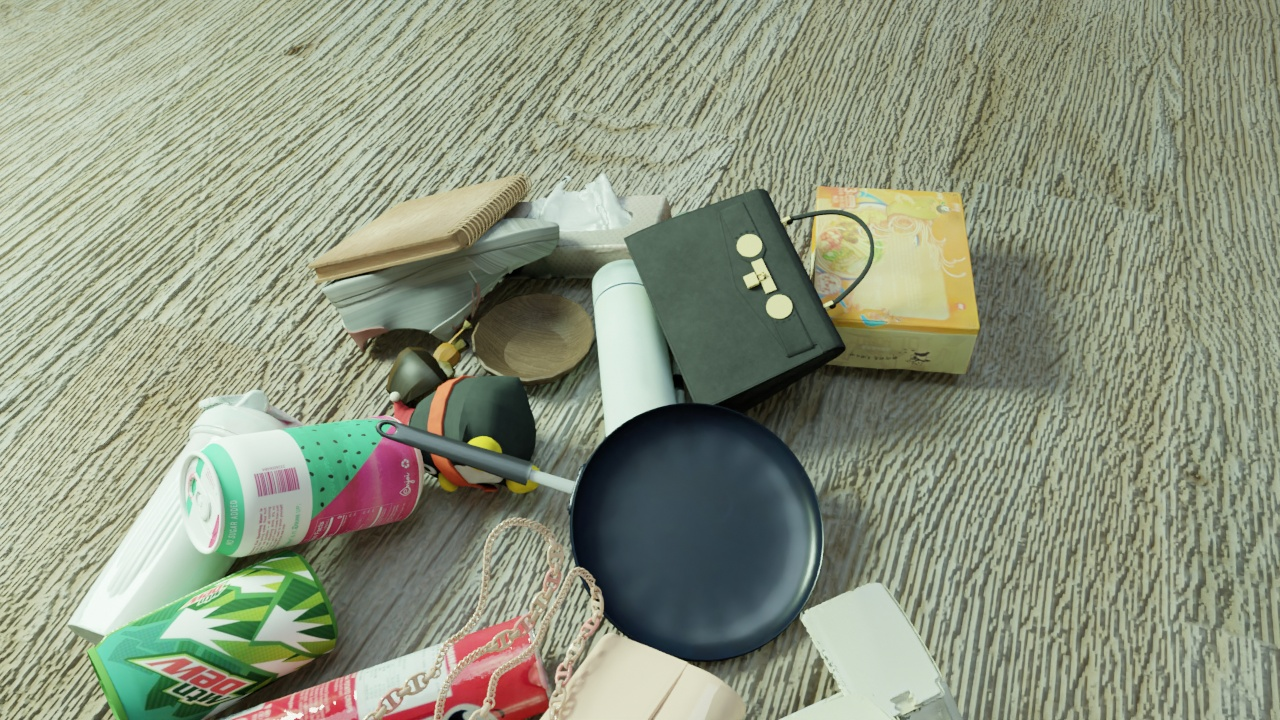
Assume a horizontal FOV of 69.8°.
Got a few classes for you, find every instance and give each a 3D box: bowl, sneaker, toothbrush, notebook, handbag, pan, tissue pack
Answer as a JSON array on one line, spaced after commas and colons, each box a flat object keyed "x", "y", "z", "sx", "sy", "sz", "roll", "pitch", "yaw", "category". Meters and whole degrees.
[{"x": -0.102, "y": -0.015, "z": 0.886, "sx": 0.118, "sy": 0.030, "sz": 0.117, "roll": -2, "pitch": 48, "yaw": 2, "category": "bowl"}, {"x": -0.185, "y": -0.070, "z": 0.904, "sx": 0.236, "sy": 0.089, "sz": 0.099, "roll": -17, "pitch": 21, "yaw": -3, "category": "sneaker"}, {"x": 0.035, "y": 0.029, "z": 0.848, "sx": 0.012, "sy": 0.017, "sz": 0.186, "roll": -4, "pitch": 48, "yaw": 3, "category": "toothbrush"}, {"x": -0.213, "y": -0.139, "z": 0.933, "sx": 0.169, "sy": 0.022, "sz": 0.210, "roll": -10, "pitch": 23, "yaw": 17, "category": "notebook"}, {"x": -0.050, "y": 0.223, "z": 0.544, "sx": 0.117, "sy": 0.187, "sz": 0.198, "roll": 0, "pitch": 41, "yaw": 50, "category": "handbag"}, {"x": 0.113, "y": -0.067, "z": 0.810, "sx": 0.196, "sy": 0.072, "sz": 0.175, "roll": -26, "pitch": 70, "yaw": 10, "category": "handbag"}, {"x": -0.031, "y": 0.105, "z": 0.706, "sx": 0.356, "sy": 0.021, "sz": 0.198, "roll": 18, "pitch": 67, "yaw": -3, "category": "pan"}, {"x": -0.064, "y": -0.139, "z": 0.960, "sx": 0.182, "sy": 0.071, "sz": 0.103, "roll": -1, "pitch": 47, "yaw": 19, "category": "tissue pack"}]

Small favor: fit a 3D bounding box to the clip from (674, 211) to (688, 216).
[{"x": 0.029, "y": -0.138, "z": 0.998, "sx": 0.076, "sy": 0.023, "sz": 0.047, "roll": -26, "pitch": 53, "yaw": -17, "category": "clip"}]

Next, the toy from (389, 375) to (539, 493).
[{"x": -0.149, "y": 0.062, "z": 0.781, "sx": 0.119, "sy": 0.097, "sz": 0.099, "roll": -10, "pitch": 60, "yaw": 25, "category": "toy"}]

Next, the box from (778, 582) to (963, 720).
[{"x": 0.124, "y": 0.200, "z": 0.552, "sx": 0.143, "sy": 0.195, "sz": 0.101, "roll": -18, "pitch": 79, "yaw": -19, "category": "box"}]

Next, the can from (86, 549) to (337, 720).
[{"x": -0.297, "y": 0.200, "z": 0.645, "sx": 0.143, "sy": 0.083, "sz": 0.083, "roll": -24, "pitch": 50, "yaw": -36, "category": "can"}]

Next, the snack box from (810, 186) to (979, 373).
[{"x": 0.237, "y": -0.077, "z": 0.890, "sx": 0.145, "sy": 0.081, "sz": 0.194, "roll": 4, "pitch": 48, "yaw": 8, "category": "snack box"}]

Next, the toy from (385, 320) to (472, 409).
[{"x": -0.191, "y": 0.005, "z": 0.854, "sx": 0.100, "sy": 0.062, "sz": 0.076, "roll": -47, "pitch": 23, "yaw": -16, "category": "toy"}]

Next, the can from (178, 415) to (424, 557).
[{"x": -0.256, "y": 0.095, "z": 0.709, "sx": 0.165, "sy": 0.088, "sz": 0.088, "roll": -6, "pitch": 38, "yaw": -47, "category": "can"}]

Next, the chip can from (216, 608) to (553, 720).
[{"x": -0.178, "y": 0.244, "z": 0.628, "sx": 0.232, "sy": 0.073, "sz": 0.073, "roll": -17, "pitch": 49, "yaw": -11, "category": "chip can"}]

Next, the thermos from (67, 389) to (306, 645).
[{"x": -0.352, "y": 0.126, "z": 0.731, "sx": 0.099, "sy": 0.099, "sz": 0.219, "roll": 13, "pitch": 54, "yaw": 14, "category": "thermos"}]

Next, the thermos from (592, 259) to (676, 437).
[{"x": -0.005, "y": 0.005, "z": 0.840, "sx": 0.068, "sy": 0.068, "sz": 0.229, "roll": -5, "pitch": 47, "yaw": -2, "category": "thermos"}]
